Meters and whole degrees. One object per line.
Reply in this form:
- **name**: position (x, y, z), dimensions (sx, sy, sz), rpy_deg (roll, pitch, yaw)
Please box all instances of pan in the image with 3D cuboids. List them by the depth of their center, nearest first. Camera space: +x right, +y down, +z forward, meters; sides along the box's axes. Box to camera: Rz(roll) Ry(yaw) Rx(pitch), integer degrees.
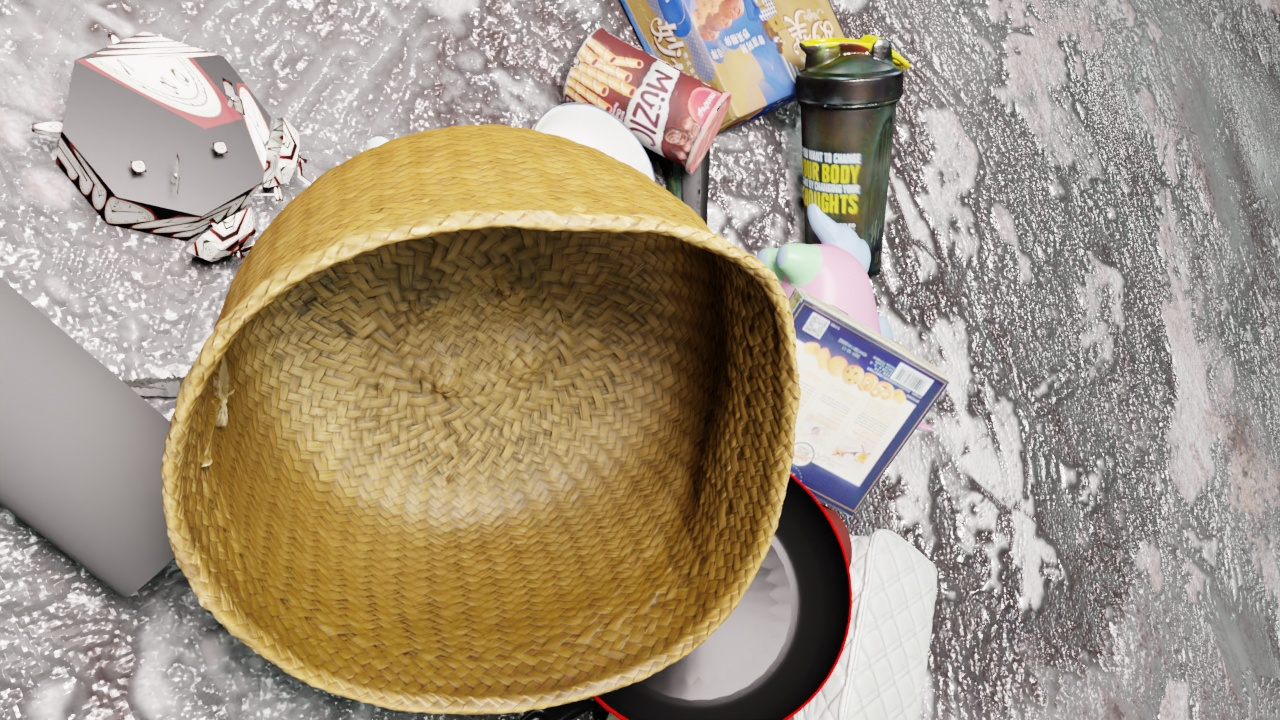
- **pan**: position (-0.015, 0.198, 0.614), dimensions (0.355, 0.067, 0.209), rpy_deg (-37, 70, -20)

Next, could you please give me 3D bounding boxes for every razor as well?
- **razor**: position (0.030, -0.172, 0.809), dimensions (0.067, 0.054, 0.151), rpy_deg (-6, 90, -11)

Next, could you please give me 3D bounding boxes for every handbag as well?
- **handbag**: position (0.201, 0.254, 0.808), dimensions (0.139, 0.073, 0.194), rpy_deg (38, 58, -33)

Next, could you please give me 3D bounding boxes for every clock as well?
- **clock**: position (-0.267, -0.126, 0.557), dimensions (0.154, 0.065, 0.114), rpy_deg (34, 60, -24)

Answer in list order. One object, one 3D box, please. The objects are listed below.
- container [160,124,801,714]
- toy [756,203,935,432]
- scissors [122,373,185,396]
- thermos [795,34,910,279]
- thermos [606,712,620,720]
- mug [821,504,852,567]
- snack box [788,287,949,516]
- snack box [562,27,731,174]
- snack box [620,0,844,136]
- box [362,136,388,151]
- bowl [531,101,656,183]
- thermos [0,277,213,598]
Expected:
- **container**: position (-0.083, 0.024, 0.509), dimensions (0.306, 0.196, 0.307), rpy_deg (-9, 121, -15)
- **toy**: position (0.181, -0.021, 0.832), dimensions (0.171, 0.120, 0.222), rpy_deg (12, 87, -19)
- **scissors**: position (-0.231, 0.026, 0.577), dimensions (0.170, 0.013, 0.121), rpy_deg (-35, 98, -40)
- **thermos**: position (0.193, -0.185, 0.854), dimensions (0.097, 0.098, 0.221), rpy_deg (-25, 121, -38)
- **thermos**: position (0.011, 0.277, 0.657), dimensions (0.082, 0.083, 0.230), rpy_deg (40, 58, -22)
- **mug**: position (0.116, 0.148, 0.778), dimensions (0.082, 0.073, 0.105), rpy_deg (-1, 51, -37)
- **snack box**: position (0.154, 0.036, 0.764), dimensions (0.144, 0.145, 0.042), rpy_deg (29, 17, -9)
- **snack box**: position (0.005, -0.212, 0.749), dimensions (0.121, 0.072, 0.072), rpy_deg (29, 59, 4)
- **snack box**: position (0.098, -0.313, 0.875), dimensions (0.202, 0.069, 0.155), rpy_deg (-32, 99, -38)
- **box**: position (-0.117, -0.051, 0.608), dimensions (0.197, 0.135, 0.040), rpy_deg (28, 35, -28)
- **bowl**: position (-0.052, -0.135, 0.723), dimensions (0.118, 0.062, 0.118), rpy_deg (10, 72, -35)
- **thermos**: position (-0.328, 0.013, 0.466), dimensions (0.240, 0.082, 0.082), rpy_deg (47, 55, -18)
